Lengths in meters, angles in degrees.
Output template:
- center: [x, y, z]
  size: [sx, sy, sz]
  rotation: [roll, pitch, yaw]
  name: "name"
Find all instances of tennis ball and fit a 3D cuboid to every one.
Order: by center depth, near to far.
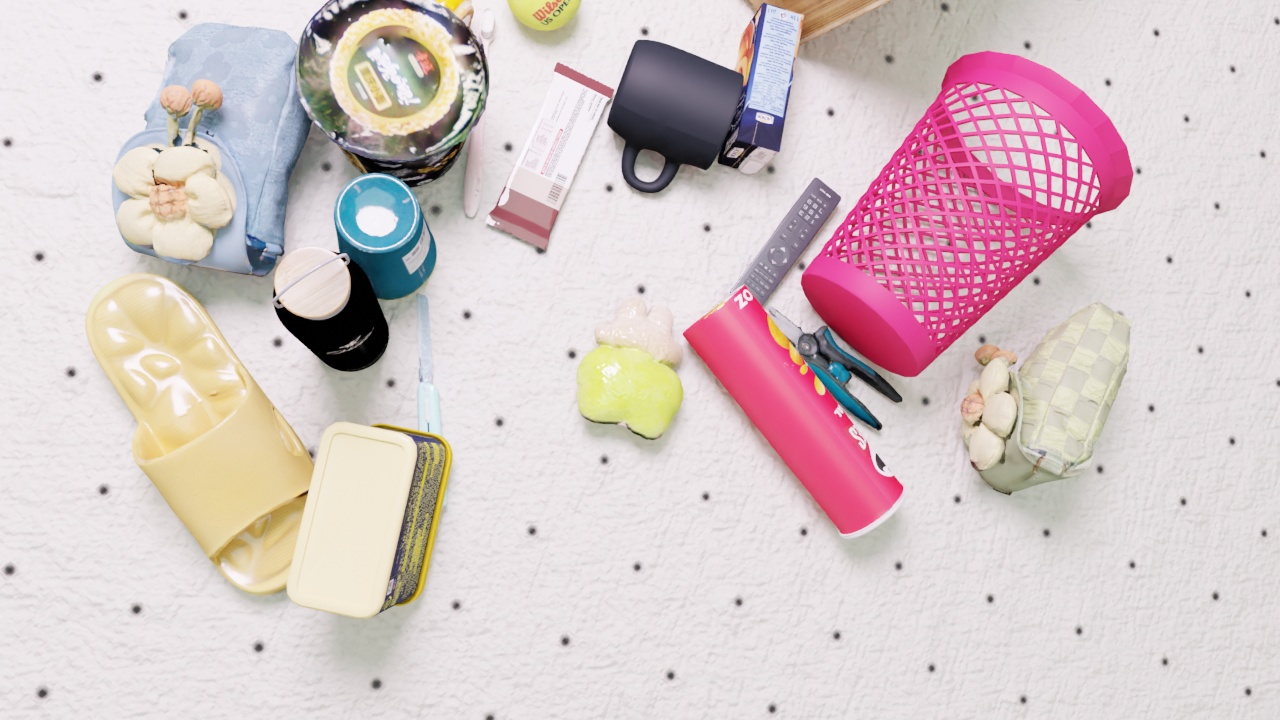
- center: [-0.082, -0.313, 0.774]
  size: [0.065, 0.065, 0.065]
  rotation: [1, 83, -11]
  name: "tennis ball"

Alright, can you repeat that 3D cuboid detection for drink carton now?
- center: [0.104, -0.235, 0.802]
  size: [0.040, 0.064, 0.130]
  rotation: [13, 81, -9]
  name: "drink carton"

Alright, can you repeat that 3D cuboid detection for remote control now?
- center: [0.128, -0.102, 0.816]
  size: [0.032, 0.015, 0.136]
  rotation: [38, 80, -5]
  name: "remote control"

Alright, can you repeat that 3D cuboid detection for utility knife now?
- center: [-0.172, 0.033, 0.743]
  size: [0.022, 0.016, 0.179]
  rotation: [-5, 81, -1]
  name: "utility knife"

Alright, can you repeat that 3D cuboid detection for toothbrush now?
- center: [-0.136, -0.210, 0.776]
  size: [0.015, 0.018, 0.181]
  rotation: [5, 83, -11]
  name: "toothbrush"

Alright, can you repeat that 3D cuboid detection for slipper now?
- center: [-0.320, 0.050, 0.677]
  size: [0.099, 0.078, 0.263]
  rotation: [-32, 90, -15]
  name: "slipper"

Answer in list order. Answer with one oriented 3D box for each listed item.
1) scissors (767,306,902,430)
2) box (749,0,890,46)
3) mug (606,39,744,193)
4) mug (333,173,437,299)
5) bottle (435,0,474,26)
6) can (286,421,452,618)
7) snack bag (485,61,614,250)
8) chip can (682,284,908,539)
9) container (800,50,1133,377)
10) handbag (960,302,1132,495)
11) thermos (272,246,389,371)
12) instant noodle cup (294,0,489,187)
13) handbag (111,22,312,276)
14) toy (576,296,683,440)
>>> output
- center: [0.167, 0.009, 0.809]
  size: [0.128, 0.019, 0.140]
  rotation: [-6, 83, -11]
  name: "scissors"
- center: [0.156, -0.481, 0.755]
  size: [0.315, 0.282, 0.278]
  rotation: [44, 77, -16]
  name: "box"
- center: [0.021, -0.201, 0.780]
  size: [0.094, 0.085, 0.122]
  rotation: [20, 109, -8]
  name: "mug"
- center: [-0.195, -0.095, 0.696]
  size: [0.078, 0.121, 0.078]
  rotation: [1, 83, -12]
  name: "mug"
- center: [-0.193, -0.300, 0.751]
  size: [0.108, 0.063, 0.063]
  rotation: [33, 78, -6]
  name: "bottle"
- center: [-0.195, 0.114, 0.671]
  size: [0.075, 0.104, 0.135]
  rotation: [11, 83, 2]
  name: "can"
- center: [-0.077, -0.176, 0.785]
  size: [0.057, 0.013, 0.157]
  rotation: [23, 80, -10]
  name: "snack bag"
- center: [0.129, 0.042, 0.772]
  size: [0.069, 0.069, 0.220]
  rotation: [-39, 92, -13]
  name: "chip can"
- center: [0.256, -0.110, 0.772]
  size: [0.183, 0.183, 0.225]
  rotation: [44, 85, -4]
  name: "container"
- center: [0.346, 0.027, 0.805]
  size: [0.117, 0.113, 0.186]
  rotation: [30, 75, 7]
  name: "handbag"
- center: [-0.211, -0.035, 0.629]
  size: [0.061, 0.232, 0.061]
  rotation: [1, 83, -11]
  name: "thermos"
- center: [-0.189, -0.202, 0.715]
  size: [0.137, 0.112, 0.137]
  rotation: [2, 82, -11]
  name: "instant noodle cup"
- center: [-0.314, -0.161, 0.679]
  size: [0.122, 0.118, 0.191]
  rotation: [13, 84, 8]
  name: "handbag"
- center: [-0.005, 0.004, 0.763]
  size: [0.092, 0.046, 0.115]
  rotation: [16, 74, -10]
  name: "toy"
